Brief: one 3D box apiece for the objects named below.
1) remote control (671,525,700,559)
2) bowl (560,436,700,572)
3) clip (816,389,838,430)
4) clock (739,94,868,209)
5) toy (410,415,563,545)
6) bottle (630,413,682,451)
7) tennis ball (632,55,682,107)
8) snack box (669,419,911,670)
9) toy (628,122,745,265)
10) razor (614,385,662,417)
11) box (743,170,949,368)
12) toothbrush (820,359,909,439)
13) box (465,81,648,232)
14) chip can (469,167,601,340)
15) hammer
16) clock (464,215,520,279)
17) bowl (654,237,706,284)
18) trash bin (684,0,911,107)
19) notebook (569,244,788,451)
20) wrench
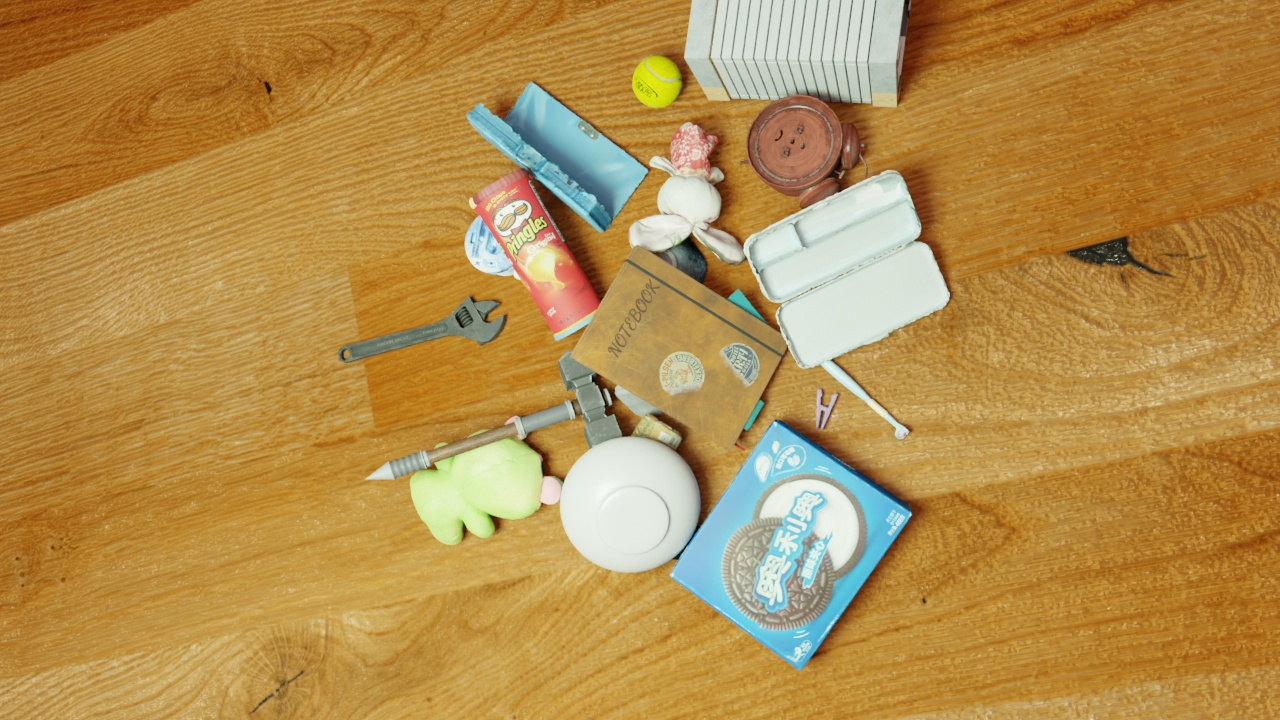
[{"bbox_3d":[0.005,0.233,1.200,0.150,0.022,0.047,3,86,15],"label":"remote control"},{"bbox_3d":[-0.011,0.186,1.128,0.176,0.066,0.177,-1,102,-3],"label":"bowl"},{"bbox_3d":[0.227,0.058,1.153,0.043,0.014,0.051,39,95,16],"label":"clip"},{"bbox_3d":[0.209,-0.257,1.152,0.158,0.072,0.120,32,95,17],"label":"clock"},{"bbox_3d":[-0.220,0.165,1.233,0.197,0.107,0.150,-33,74,19],"label":"toy"},{"bbox_3d":[-0.011,0.151,1.184,0.059,0.059,0.166,31,90,16],"label":"bottle"},{"bbox_3d":[0.022,-0.371,1.220,0.065,0.065,0.065,-1,85,16],"label":"tennis ball"},{"bbox_3d":[0.181,0.221,1.122,0.195,0.056,0.239,34,96,10],"label":"snack box"},{"bbox_3d":[0.062,-0.219,1.183,0.159,0.084,0.194,3,75,-17],"label":"toy"},{"bbox_3d":[-0.007,0.007,1.203,0.047,0.088,0.116,-19,61,14],"label":"razor"},{"bbox_3d":[0.251,-0.108,1.114,0.209,0.045,0.191,-27,104,7],"label":"box"},{"bbox_3d":[0.271,0.040,1.140,0.155,0.022,0.016,44,56,15],"label":"toothbrush"},{"bbox_3d":[-0.110,-0.290,1.242,0.231,0.094,0.111,40,93,16],"label":"box"},{"bbox_3d":[-0.132,-0.138,1.202,0.087,0.087,0.213,-29,98,12],"label":"chip can"},{"bbox_3d":[-0.192,0.098,1.180,0.322,0.043,0.156,-18,70,-11],"label":"hammer"},{"bbox_3d":[-0.180,-0.158,1.269,0.125,0.052,0.089,13,88,17],"label":"clock"},{"bbox_3d":[0.028,-0.119,1.204,0.110,0.055,0.110,-1,85,15],"label":"bowl"},{"bbox_3d":[0.199,-0.411,1.131,0.247,0.142,0.142,7,87,17],"label":"trash bin"},{"bbox_3d":[0.063,-0.018,1.144,0.249,0.014,0.178,31,82,-9],"label":"notebook"},{"bbox_3d":[-0.318,-0.036,1.319,0.274,0.018,0.073,-13,82,16],"label":"wrench"}]
